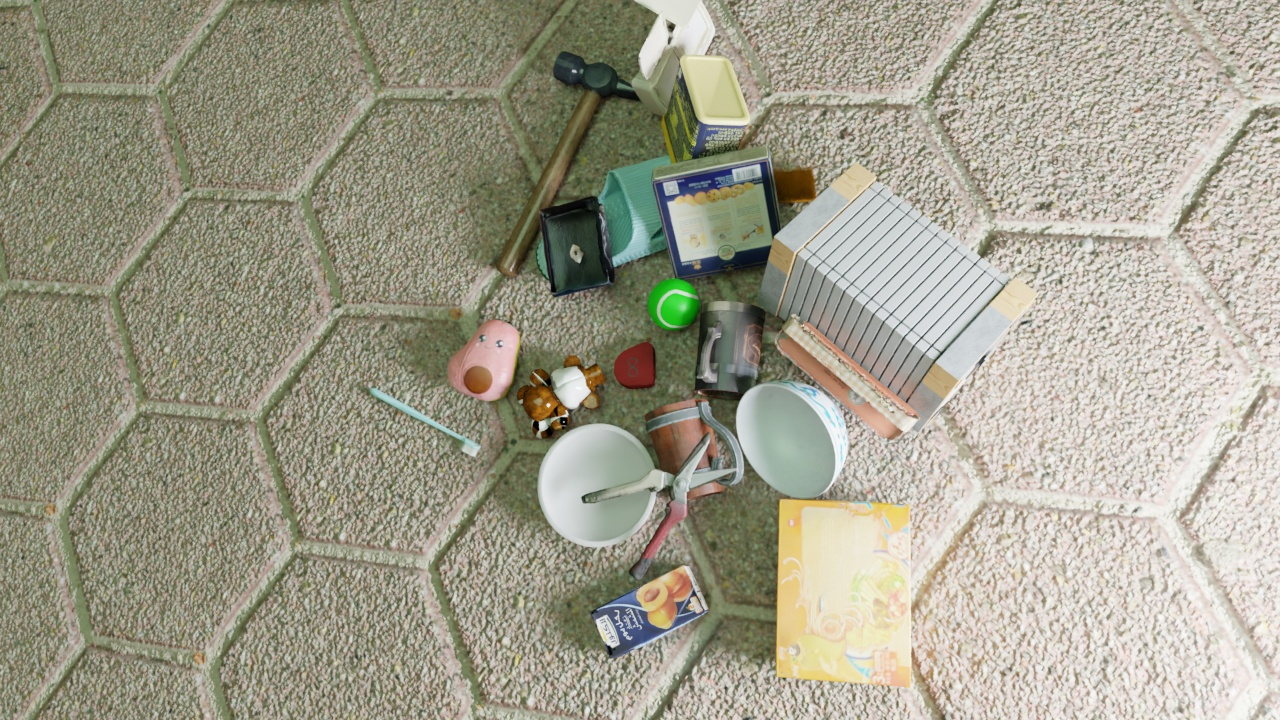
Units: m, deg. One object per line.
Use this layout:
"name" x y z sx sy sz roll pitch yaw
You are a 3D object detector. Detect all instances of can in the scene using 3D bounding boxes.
"can" 0.081 -0.301 1.153 0.075 0.105 0.135 -2 55 -14

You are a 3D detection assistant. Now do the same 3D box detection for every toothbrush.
"toothbrush" -0.289 0.080 1.220 0.181 0.016 0.016 27 93 16

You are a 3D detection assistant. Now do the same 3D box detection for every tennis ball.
"tennis ball" 0.042 -0.070 1.155 0.065 0.065 0.065 -3 77 11

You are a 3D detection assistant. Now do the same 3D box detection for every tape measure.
"tape measure" -0.007 0.007 1.174 0.051 0.019 0.059 -4 70 14

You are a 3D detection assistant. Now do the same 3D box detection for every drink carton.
"drink carton" 0.010 0.300 1.092 0.130 0.040 0.064 -28 72 5

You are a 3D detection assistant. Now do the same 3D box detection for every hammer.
"hammer" -0.114 -0.260 1.250 0.129 0.040 0.321 24 84 12

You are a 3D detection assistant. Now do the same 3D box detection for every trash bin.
"trash bin" 0.281 -0.070 1.043 0.247 0.143 0.142 42 70 17

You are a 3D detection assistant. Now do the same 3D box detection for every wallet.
"wallet" -0.082 -0.144 1.174 0.089 0.026 0.115 -10 86 24

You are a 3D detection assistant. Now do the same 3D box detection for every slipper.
"slipper" -0.016 -0.187 1.195 0.276 0.069 0.116 -26 77 6

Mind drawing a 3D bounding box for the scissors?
"scissors" 0.014 0.164 1.072 0.179 0.015 0.198 15 96 23

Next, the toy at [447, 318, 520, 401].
"toy" -0.200 -0.003 1.200 0.090 0.051 0.110 19 81 14

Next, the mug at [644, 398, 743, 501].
"mug" 0.068 0.105 1.094 0.118 0.081 0.111 -25 74 43

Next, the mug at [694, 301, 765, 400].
"mug" 0.099 -0.014 1.106 0.080 0.115 0.107 1 78 30

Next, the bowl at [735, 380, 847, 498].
"bowl" 0.190 0.080 1.073 0.074 0.144 0.144 -27 68 -37

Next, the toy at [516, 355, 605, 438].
"toy" -0.099 0.042 1.167 0.112 0.067 0.087 -27 73 -4

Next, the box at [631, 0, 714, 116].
"box" 0.045 -0.401 1.166 0.080 0.180 0.143 25 90 23

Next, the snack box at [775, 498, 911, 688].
"snack box" 0.229 0.257 1.033 0.145 0.080 0.195 0 78 12

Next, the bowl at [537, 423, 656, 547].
"bowl" -0.050 0.155 1.136 0.150 0.043 0.149 -2 80 11

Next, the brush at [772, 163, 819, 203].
"brush" 0.162 -0.222 1.175 0.126 0.017 0.048 -4 76 -2

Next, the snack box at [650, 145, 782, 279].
"snack box" 0.099 -0.180 1.133 0.144 0.145 0.042 -9 35 10

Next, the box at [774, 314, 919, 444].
"box" 0.229 0.022 1.038 0.187 0.056 0.067 42 127 16
